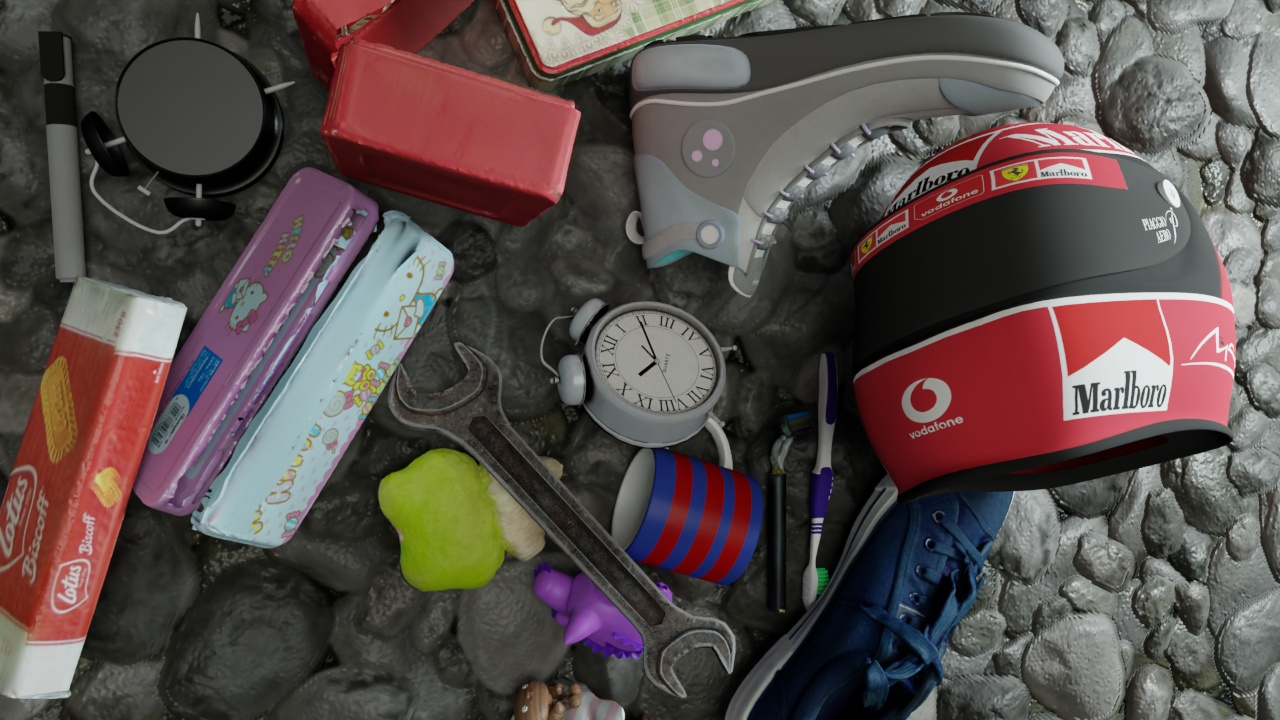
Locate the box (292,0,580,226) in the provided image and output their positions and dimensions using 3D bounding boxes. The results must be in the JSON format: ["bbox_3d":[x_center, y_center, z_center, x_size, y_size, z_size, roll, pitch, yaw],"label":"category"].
[{"bbox_3d":[-0.105,-0.144,0.515,0.151,0.157,0.165,-40,103,-8],"label":"box"}]

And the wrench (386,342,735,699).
[{"bbox_3d":[-0.050,0.091,0.552,0.070,0.010,0.273,-40,75,-21],"label":"wrench"}]

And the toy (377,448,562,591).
[{"bbox_3d":[-0.101,0.095,0.583,0.117,0.043,0.092,-18,91,-18],"label":"toy"}]

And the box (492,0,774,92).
[{"bbox_3d":[0.001,-0.263,0.592,0.205,0.050,0.117,-24,99,-13],"label":"box"}]

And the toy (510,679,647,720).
[{"bbox_3d":[-0.043,0.238,0.606,0.102,0.041,0.055,2,114,-7],"label":"toy"}]

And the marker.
[{"bbox_3d":[-0.331,-0.115,0.527,0.016,0.016,0.140,-2,93,-15],"label":"marker"}]

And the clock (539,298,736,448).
[{"bbox_3d":[-0.004,0.003,0.586,0.122,0.035,0.094,17,54,-6],"label":"clock"}]

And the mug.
[{"bbox_3d":[0.033,0.085,0.608,0.076,0.075,0.111,19,63,-15],"label":"mug"}]

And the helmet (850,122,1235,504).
[{"bbox_3d":[0.242,-0.036,0.576,0.270,0.198,0.224,3,69,-37],"label":"helmet"}]

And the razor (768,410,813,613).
[{"bbox_3d":[0.099,0.107,0.648,0.042,0.022,0.144,-3,99,-54],"label":"razor"}]

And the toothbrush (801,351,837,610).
[{"bbox_3d":[0.130,0.087,0.657,0.016,0.015,0.186,4,91,-20],"label":"toothbrush"}]

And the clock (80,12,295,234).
[{"bbox_3d":[-0.262,-0.131,0.531,0.091,0.042,0.120,36,83,-13],"label":"clock"}]

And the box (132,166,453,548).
[{"bbox_3d":[-0.205,0.001,0.553,0.214,0.089,0.093,-60,141,-6],"label":"box"}]

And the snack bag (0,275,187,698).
[{"bbox_3d":[-0.316,0.067,0.509,0.041,0.078,0.225,23,83,-56],"label":"snack bag"}]

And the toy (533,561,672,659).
[{"bbox_3d":[-0.016,0.162,0.587,0.088,0.106,0.055,31,49,-34],"label":"toy"}]

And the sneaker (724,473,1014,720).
[{"bbox_3d":[0.181,0.169,0.608,0.120,0.127,0.294,47,74,-21],"label":"sneaker"}]

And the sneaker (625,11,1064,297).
[{"bbox_3d":[0.111,-0.118,0.558,0.257,0.092,0.160,6,100,24],"label":"sneaker"}]
